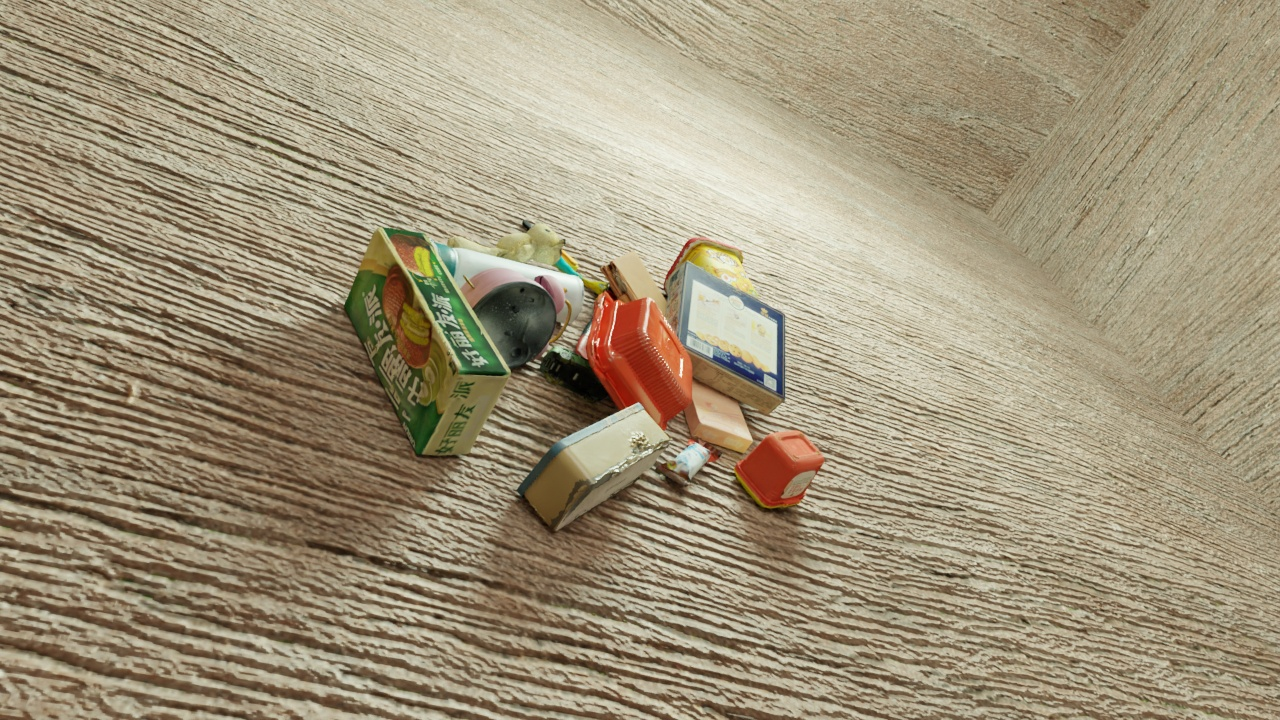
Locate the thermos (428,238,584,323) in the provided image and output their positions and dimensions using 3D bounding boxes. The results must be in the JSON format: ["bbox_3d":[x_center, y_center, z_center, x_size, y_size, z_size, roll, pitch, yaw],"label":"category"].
[{"bbox_3d":[-0.182,-0.096,1.168,0.224,0.073,0.073,11,35,-35],"label":"thermos"}]

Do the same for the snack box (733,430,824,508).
[{"bbox_3d":[0.178,0.135,1.152,0.091,0.080,0.082,-2,44,-48],"label":"snack box"}]

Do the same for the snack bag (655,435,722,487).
[{"bbox_3d":[0.059,0.122,1.109,0.048,0.026,0.104,29,25,20],"label":"snack bag"}]

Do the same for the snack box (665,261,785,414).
[{"bbox_3d":[0.121,-0.034,1.300,0.178,0.046,0.182,27,42,-16],"label":"snack box"}]

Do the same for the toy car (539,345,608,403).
[{"bbox_3d":[-0.077,0.015,1.120,0.091,0.043,0.036,30,28,-8],"label":"toy car"}]

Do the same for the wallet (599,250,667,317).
[{"bbox_3d":[0.000,-0.092,1.338,0.132,0.031,0.107,58,28,-3],"label":"wallet"}]

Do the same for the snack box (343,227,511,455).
[{"bbox_3d":[-0.226,-0.024,0.951,0.063,0.115,0.240,2,41,-43],"label":"snack box"}]

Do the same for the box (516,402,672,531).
[{"bbox_3d":[-0.047,0.110,0.951,0.063,0.090,0.183,48,29,15],"label":"box"}]

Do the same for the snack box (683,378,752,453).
[{"bbox_3d":[0.094,0.056,1.249,0.084,0.026,0.157,20,31,-24],"label":"snack box"}]

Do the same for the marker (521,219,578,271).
[{"bbox_3d":[-0.138,-0.176,1.393,0.124,0.015,0.018,43,25,22],"label":"marker"}]

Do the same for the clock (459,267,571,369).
[{"bbox_3d":[-0.147,-0.050,1.078,0.158,0.117,0.060,4,28,-38],"label":"clock"}]

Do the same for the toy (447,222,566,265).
[{"bbox_3d":[-0.180,-0.151,1.233,0.157,0.105,0.066,-5,85,-24],"label":"toy"}]

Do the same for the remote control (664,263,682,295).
[{"bbox_3d":[0.073,-0.081,1.385,0.019,0.056,0.135,7,50,-33],"label":"remote control"}]

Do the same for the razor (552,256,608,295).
[{"bbox_3d":[-0.096,-0.133,1.352,0.132,0.028,0.043,32,40,-13],"label":"razor"}]

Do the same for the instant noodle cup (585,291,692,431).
[{"bbox_3d":[0.004,0.002,1.127,0.164,0.079,0.188,56,20,-24],"label":"instant noodle cup"}]

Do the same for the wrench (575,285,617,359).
[{"bbox_3d":[-0.046,-0.069,1.292,0.056,0.016,0.272,53,28,-15],"label":"wrench"}]

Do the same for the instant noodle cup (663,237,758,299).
[{"bbox_3d":[0.116,-0.115,1.447,0.116,0.116,0.123,12,34,-35],"label":"instant noodle cup"}]
